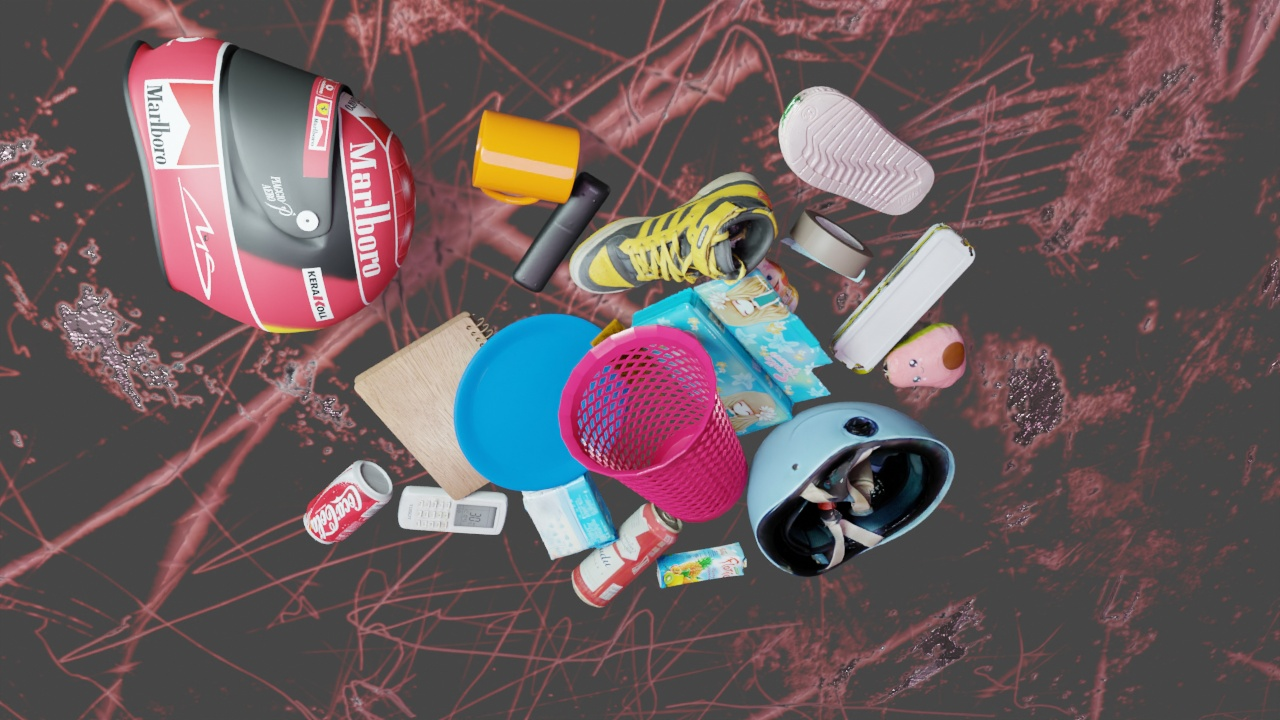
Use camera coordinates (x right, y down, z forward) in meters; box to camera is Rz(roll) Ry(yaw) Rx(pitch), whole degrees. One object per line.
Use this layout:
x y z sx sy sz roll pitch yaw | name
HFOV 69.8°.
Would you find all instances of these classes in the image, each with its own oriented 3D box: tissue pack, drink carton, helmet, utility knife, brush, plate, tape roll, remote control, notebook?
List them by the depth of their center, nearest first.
-0.327 -0.160 0.862 0.224 0.197 0.271 -3 114 -9 | helmet
-0.089 -0.139 1.022 0.041 0.020 0.152 28 114 -23 | remote control
0.217 -0.132 1.040 0.093 0.093 0.030 24 114 -23 | tape roll
0.218 -0.124 1.094 0.120 0.015 0.022 22 140 -20 | utility knife
-0.118 0.050 1.105 0.224 0.024 0.224 -10 112 -25 | plate
-0.213 0.057 1.112 0.169 0.022 0.210 -31 122 3 | notebook
-0.006 0.006 1.122 0.048 0.017 0.126 -45 122 -4 | brush
0.257 0.144 1.173 0.265 0.166 0.226 -17 134 -2 | helmet
-0.244 0.195 1.197 0.138 0.025 0.060 7 120 -15 | remote control
-0.095 0.197 1.205 0.093 0.061 0.144 -20 119 3 | tissue pack
0.087 0.292 1.311 0.129 0.038 0.044 -8 122 -6 | drink carton

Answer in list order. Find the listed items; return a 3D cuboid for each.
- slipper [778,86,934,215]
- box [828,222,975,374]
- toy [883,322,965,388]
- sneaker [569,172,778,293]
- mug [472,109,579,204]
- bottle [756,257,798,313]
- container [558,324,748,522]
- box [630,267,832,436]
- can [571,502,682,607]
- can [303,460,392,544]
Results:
0.228 -0.229 1.003 0.239 0.064 0.094 17 120 -39 | slipper
0.319 -0.076 1.135 0.065 0.044 0.210 35 111 -13 | box
0.363 0.001 1.175 0.110 0.051 0.090 -17 122 1 | toy
0.040 -0.118 1.000 0.239 0.122 0.086 -26 121 5 | sneaker
-0.123 -0.199 0.954 0.096 0.077 0.113 8 147 -15 | mug
0.137 -0.091 1.068 0.063 0.063 0.109 -33 123 10 | bottle
0.036 0.094 1.084 0.183 0.183 0.226 -28 143 7 | container
0.124 -0.006 1.097 0.182 0.039 0.227 -22 127 35 | box
-0.020 0.265 1.258 0.067 0.067 0.170 36 110 -27 | can
-0.364 0.177 1.140 0.105 0.064 0.064 -40 120 14 | can
